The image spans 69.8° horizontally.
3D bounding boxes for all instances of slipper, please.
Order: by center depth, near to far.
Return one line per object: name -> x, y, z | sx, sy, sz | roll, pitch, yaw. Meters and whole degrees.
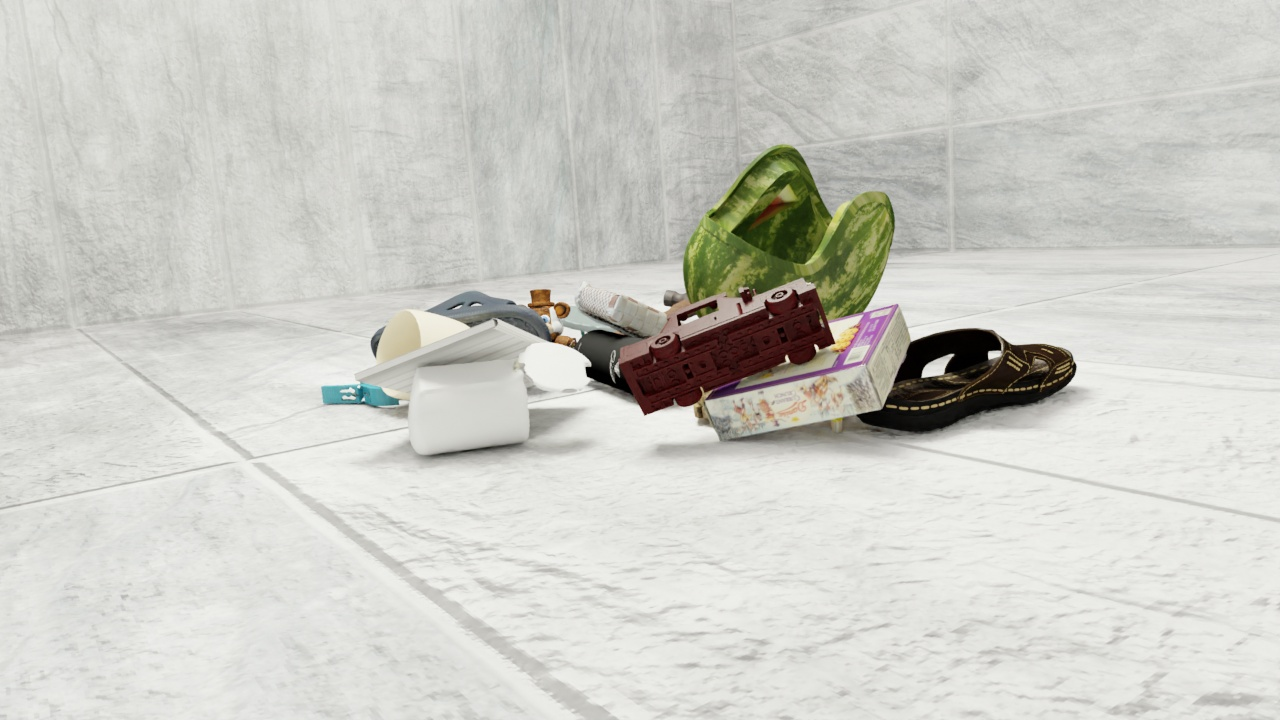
slipper -> 0.294, 0.006, 0.823 | 0.267, 0.076, 0.113 | -11, 12, -35
slipper -> -0.210, -0.028, 1.125 | 0.269, 0.111, 0.083 | -6, 34, 31
slipper -> -0.010, -0.032, 1.324 | 0.269, 0.055, 0.098 | 9, 15, 12

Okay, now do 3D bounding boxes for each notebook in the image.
notebook -> -0.151, 0.008, 0.879 | 0.143, 0.009, 0.209 | -20, -15, 14

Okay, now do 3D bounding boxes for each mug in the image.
mug -> -0.221, 0.008, 1.014 | 0.099, 0.096, 0.120 | 12, 40, -43

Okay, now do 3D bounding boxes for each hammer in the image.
hammer -> 0.030, -0.055, 1.276 | 0.115, 0.033, 0.322 | 13, 18, 24

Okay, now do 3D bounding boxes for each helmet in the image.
helmet -> 0.174, -0.115, 1.132 | 0.247, 0.243, 0.213 | -38, 49, -11

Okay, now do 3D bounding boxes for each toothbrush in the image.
toothbrush -> 0.182, 0.045, 0.834 | 0.021, 0.016, 0.135 | -3, 7, 16

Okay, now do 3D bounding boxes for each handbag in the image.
handbag -> 0.017, -0.035, 1.102 | 0.185, 0.047, 0.124 | 24, -2, -28

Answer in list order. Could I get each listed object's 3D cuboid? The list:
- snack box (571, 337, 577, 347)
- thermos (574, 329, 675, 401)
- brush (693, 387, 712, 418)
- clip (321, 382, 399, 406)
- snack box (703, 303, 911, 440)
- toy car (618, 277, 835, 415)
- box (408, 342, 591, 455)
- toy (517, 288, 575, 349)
snack box -> -0.156, -0.006, 1.245 | 0.141, 0.032, 0.051 | -5, 9, -5
thermos -> -0.006, 0.006, 1.008 | 0.061, 0.061, 0.231 | -8, 10, -23
brush -> 0.101, 0.021, 0.918 | 0.059, 0.043, 0.195 | 1, 12, 27
clip -> -0.320, 0.039, 1.063 | 0.127, 0.028, 0.113 | 0, 12, 25
snack box -> 0.147, 0.008, 0.796 | 0.148, 0.040, 0.143 | -14, 16, 31
toy car -> 0.070, -0.016, 0.771 | 0.170, 0.070, 0.061 | -21, 27, 10
box -> -0.122, 0.034, 0.812 | 0.165, 0.092, 0.083 | -4, 29, -15
toy -> -0.129, -0.036, 1.189 | 0.087, 0.112, 0.067 | -3, -2, 8
